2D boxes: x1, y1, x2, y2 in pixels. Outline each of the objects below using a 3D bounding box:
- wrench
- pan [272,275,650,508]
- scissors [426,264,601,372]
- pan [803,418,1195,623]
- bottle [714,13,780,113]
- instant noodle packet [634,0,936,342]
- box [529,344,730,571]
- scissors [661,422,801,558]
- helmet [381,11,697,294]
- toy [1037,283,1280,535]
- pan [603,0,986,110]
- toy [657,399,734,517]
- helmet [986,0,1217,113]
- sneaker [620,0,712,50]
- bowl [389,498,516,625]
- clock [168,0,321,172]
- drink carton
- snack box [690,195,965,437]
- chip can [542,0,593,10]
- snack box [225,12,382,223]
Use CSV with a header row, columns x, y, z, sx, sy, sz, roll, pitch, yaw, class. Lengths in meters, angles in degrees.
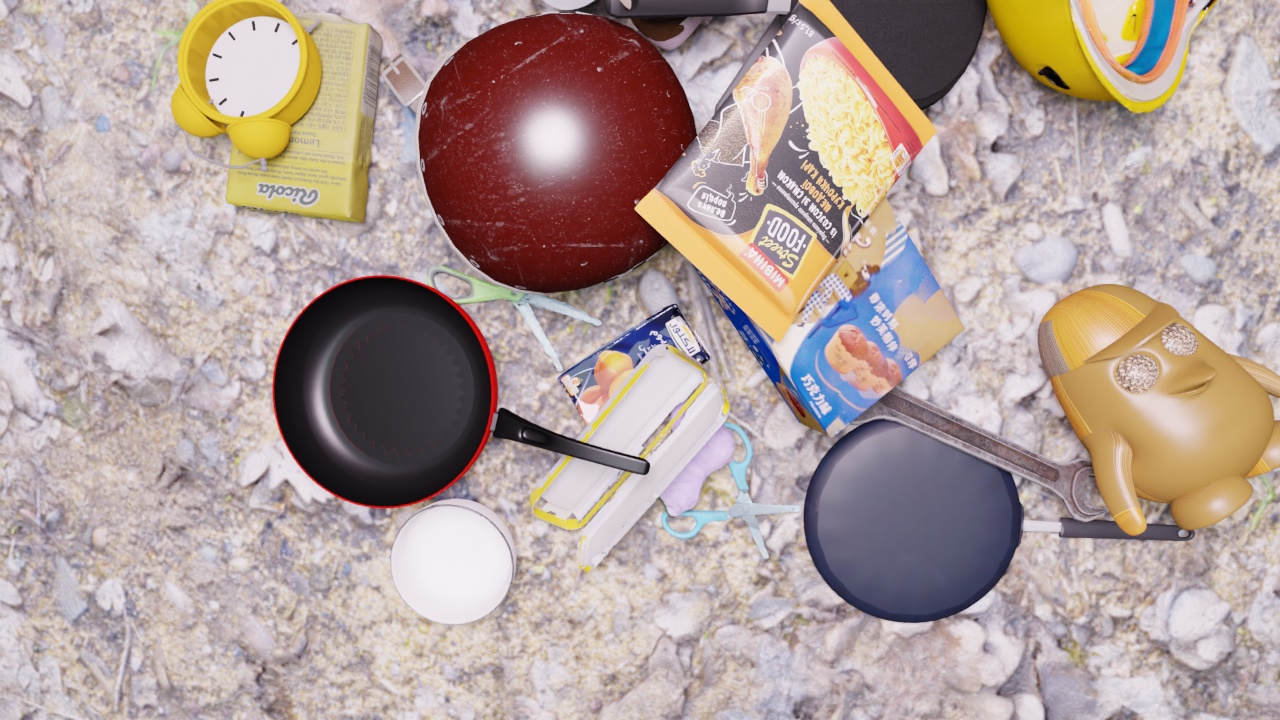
x,y,z,sx,sy,sz,roll,pitch,yaw,class
0.291,0.067,0.826,0.273,0.010,0.070,25,78,6,wrench
-0.160,0.046,0.824,0.356,0.067,0.209,15,94,8,pan
-0.122,-0.059,0.858,0.139,0.028,0.170,-33,88,3,scissors
0.330,0.151,0.846,0.356,0.021,0.199,3,95,2,pan
0.114,-0.222,0.813,0.084,0.046,0.174,36,96,0,bottle
0.119,-0.148,0.702,0.160,0.032,0.220,40,83,-23,instant noodle packet
-0.017,0.083,0.811,0.080,0.079,0.210,36,108,-15,box
0.078,0.131,0.862,0.136,0.015,0.135,-22,88,6,scissors
-0.074,-0.175,0.756,0.234,0.253,0.233,-17,102,-5,helmet
0.428,0.022,0.769,0.198,0.163,0.203,-36,81,-11,toy
0.139,-0.289,0.726,0.355,0.044,0.204,-12,104,-25,pan
0.041,0.087,0.843,0.100,0.036,0.080,-50,58,19,toy
0.354,-0.320,0.739,0.208,0.140,0.240,-1,102,-33,helmet
0.088,-0.383,0.787,0.112,0.116,0.293,31,77,16,sneaker
-0.168,0.179,0.851,0.113,0.063,0.113,0,98,2,bowl
-0.341,-0.241,0.793,0.113,0.052,0.152,21,89,5,clock
-0.005,0.005,0.841,0.130,0.040,0.064,-32,93,5,drink carton
0.154,-0.064,0.779,0.155,0.069,0.203,-37,104,-8,snack box
-0.101,-0.370,0.744,0.075,0.075,0.215,-40,57,5,chip can
-0.304,-0.222,0.838,0.121,0.045,0.181,7,92,5,snack box
